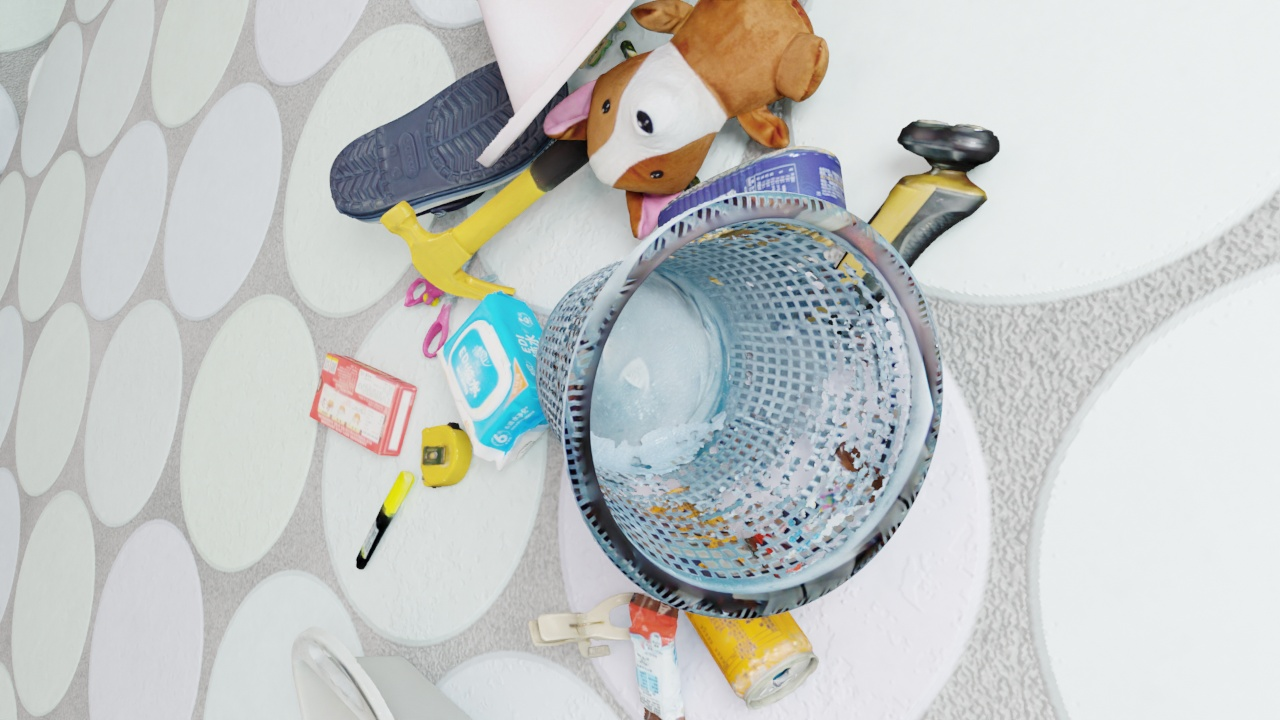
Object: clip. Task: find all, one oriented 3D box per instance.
[{"bbox_3d":[-0.027,0.189,0.662,0.096,0.101,0.035,-18,64,8],"label":"clip"}]

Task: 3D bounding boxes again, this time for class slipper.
[{"bbox_3d":[-0.171,-0.192,0.866,0.253,0.095,0.105,-22,80,13],"label":"slipper"}]

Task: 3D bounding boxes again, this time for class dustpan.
[{"bbox_3d":[-0.016,-0.253,0.669,0.274,0.222,0.139,-17,111,10],"label":"dustpan"},{"bbox_3d":[-0.235,0.354,0.768,0.223,0.142,0.258,21,92,42],"label":"dustpan"}]

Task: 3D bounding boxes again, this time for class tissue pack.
[{"bbox_3d":[-0.119,0.015,0.794,0.090,0.063,0.140,-45,54,24],"label":"tissue pack"}]

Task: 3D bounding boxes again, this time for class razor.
[{"bbox_3d":[0.158,-0.081,0.582,0.067,0.062,0.168,39,115,7],"label":"razor"}]

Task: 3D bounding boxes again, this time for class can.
[{"bbox_3d":[0.075,-0.096,0.643,0.148,0.074,0.049,-19,64,39],"label":"can"},{"bbox_3d":[0.054,0.154,0.613,0.058,0.058,0.146,-51,52,20],"label":"can"}]

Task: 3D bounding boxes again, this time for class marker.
[{"bbox_3d":[-0.256,0.160,0.916,0.018,0.015,0.124,46,113,39],"label":"marker"}]

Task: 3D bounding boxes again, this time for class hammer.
[{"bbox_3d":[-0.084,-0.155,0.781,0.301,0.129,0.032,-34,17,25],"label":"hammer"}]

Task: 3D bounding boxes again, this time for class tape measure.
[{"bbox_3d":[-0.185,0.088,0.859,0.057,0.028,0.060,-13,72,38],"label":"tape measure"}]

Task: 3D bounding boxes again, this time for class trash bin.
[{"bbox_3d":[0.032,0.014,0.563,0.195,0.226,0.226,19,93,66],"label":"trash bin"}]

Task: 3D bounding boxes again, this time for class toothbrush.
[{"bbox_3d":[0.014,-0.202,0.758,0.012,0.017,0.185,-43,55,34],"label":"toothbrush"}]

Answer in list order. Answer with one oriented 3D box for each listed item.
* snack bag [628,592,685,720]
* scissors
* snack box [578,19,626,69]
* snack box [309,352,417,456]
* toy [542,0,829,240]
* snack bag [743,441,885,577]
[{"bbox_3d":[0.013,0.215,0.642,0.048,0.026,0.104,9,114,46],"label":"snack bag"},{"bbox_3d":[-0.190,-0.059,0.908,0.134,0.017,0.125,-12,70,35],"label":"scissors"},{"bbox_3d":[-0.078,-0.330,0.806,0.118,0.117,0.105,-48,58,26],"label":"snack box"},{"bbox_3d":[-0.295,0.044,0.968,0.153,0.025,0.075,17,92,43],"label":"snack box"},{"bbox_3d":[0.034,-0.188,0.656,0.200,0.130,0.140,-34,97,22],"label":"toy"},{"bbox_3d":[0.114,0.101,0.594,0.105,0.026,0.045,-50,49,19],"label":"snack bag"}]
